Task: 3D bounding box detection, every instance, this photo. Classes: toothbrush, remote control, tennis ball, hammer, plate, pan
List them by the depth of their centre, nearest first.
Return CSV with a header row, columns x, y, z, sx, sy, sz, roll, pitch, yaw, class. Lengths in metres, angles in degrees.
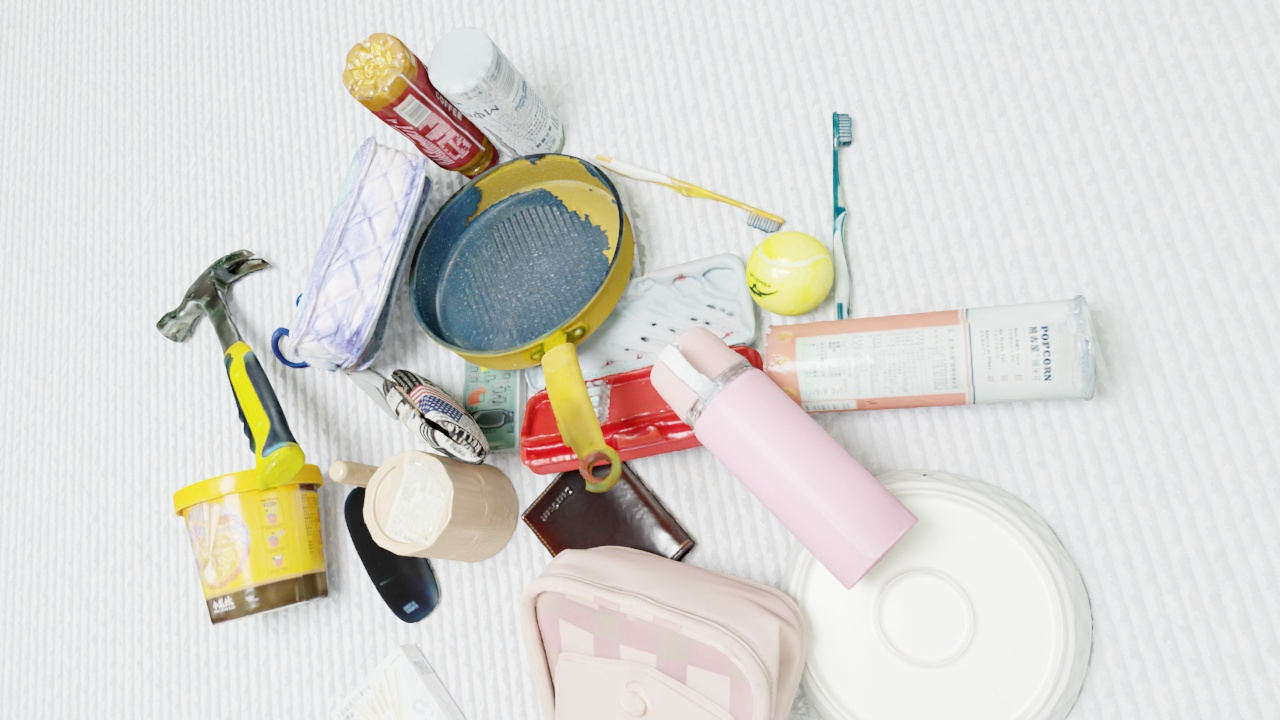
x,y,z,sx,sy,sz,roll,pitch,yaw,class
0.193,0.173,0.622,0.205,0.045,0.204,-5,75,20,plate
0.113,-0.066,0.698,0.065,0.065,0.065,-5,75,19,tennis ball
-0.076,-0.034,0.709,0.198,0.078,0.357,-31,55,6,pan
0.159,-0.108,0.720,0.018,0.016,0.191,-1,76,9,toothbrush
0.033,-0.143,0.774,0.191,0.016,0.018,23,94,23,toothbrush
-0.218,0.161,0.785,0.053,0.024,0.136,-39,67,8,remote control
-0.126,0.013,0.790,0.056,0.019,0.135,-5,75,19,remote control
-0.355,0.001,0.815,0.126,0.032,0.323,-48,46,2,hammer

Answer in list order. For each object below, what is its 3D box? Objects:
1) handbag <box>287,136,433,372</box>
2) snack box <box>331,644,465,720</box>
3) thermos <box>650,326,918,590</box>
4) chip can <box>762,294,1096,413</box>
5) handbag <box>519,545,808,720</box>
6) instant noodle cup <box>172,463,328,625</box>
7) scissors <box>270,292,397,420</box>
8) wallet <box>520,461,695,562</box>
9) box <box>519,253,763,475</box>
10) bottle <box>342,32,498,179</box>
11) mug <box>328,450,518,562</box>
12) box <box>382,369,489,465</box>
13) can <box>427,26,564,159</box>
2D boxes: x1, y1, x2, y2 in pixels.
x,y,z,sx,sy,sz,roll,pitch,yaw,class
-0.242,-0.087,0.798,0.075,0.134,0.193,21,77,-21,handbag
-0.174,0.315,0.731,0.085,0.027,0.157,-45,66,5,snack box
0.088,0.058,0.611,0.067,0.087,0.198,-46,71,6,thermos
0.198,0.000,0.648,0.215,0.071,0.071,-5,75,19,chip can
0.006,0.258,0.640,0.194,0.093,0.234,11,100,31,handbag
-0.323,0.157,0.780,0.119,0.118,0.114,-18,80,15,instant noodle cup
-0.273,-0.010,0.854,0.173,0.012,0.132,4,78,19,scissors
-0.028,0.134,0.727,0.096,0.020,0.122,-46,65,5,wallet
-0.003,0.005,0.733,0.201,0.058,0.161,-13,62,16,box
-0.177,-0.206,0.778,0.057,0.175,0.057,-5,75,18,bottle
-0.175,0.111,0.739,0.125,0.103,0.084,19,84,22,mug
-0.168,0.046,0.739,0.164,0.068,0.052,24,93,62,box
-0.117,-0.217,0.774,0.058,0.146,0.058,-5,75,18,can
